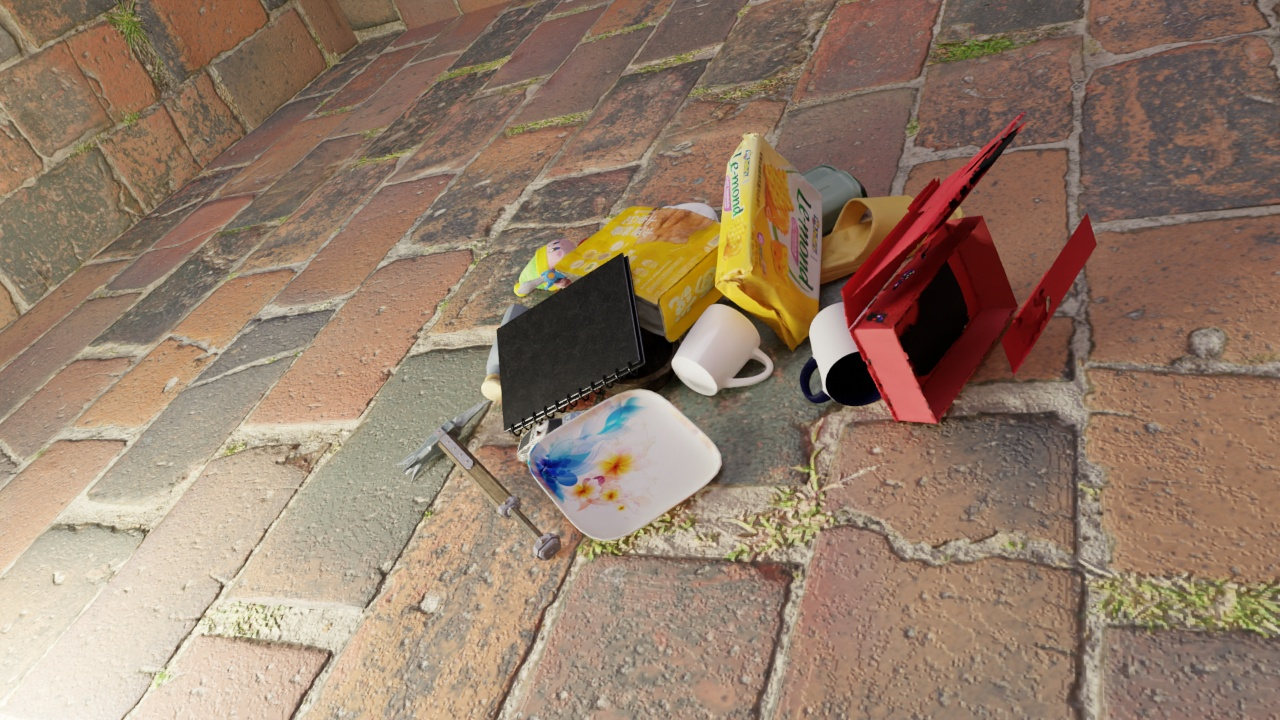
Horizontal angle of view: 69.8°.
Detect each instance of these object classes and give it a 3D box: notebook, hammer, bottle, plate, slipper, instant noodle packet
[{"bbox_3d":[-0.096,-0.016,1.178,0.232,0.019,0.169,-28,56,30],"label":"notebook"},{"bbox_3d":[-0.181,0.151,1.122,0.147,0.028,0.317,-43,40,-12],"label":"hammer"},{"bbox_3d":[-0.191,-0.007,1.311,0.046,0.072,0.160,18,39,-6],"label":"bottle"},{"bbox_3d":[-0.019,0.118,1.051,0.186,0.016,0.187,-30,46,-20],"label":"plate"},{"bbox_3d":[0.298,-0.175,1.230,0.263,0.078,0.099,-21,31,2],"label":"slipper"},{"bbox_3d":[0.009,-0.135,1.237,0.222,0.084,0.162,28,61,38],"label":"instant noodle packet"}]

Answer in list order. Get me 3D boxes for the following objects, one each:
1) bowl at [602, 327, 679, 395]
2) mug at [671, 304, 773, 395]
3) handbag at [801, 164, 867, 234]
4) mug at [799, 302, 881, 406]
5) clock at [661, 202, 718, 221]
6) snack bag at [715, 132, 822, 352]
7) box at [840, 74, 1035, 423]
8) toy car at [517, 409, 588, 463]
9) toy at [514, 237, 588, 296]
[{"bbox_3d":[-0.007,0.007,1.188,0.121,0.056,0.121,-5,44,5],"label":"bowl"},{"bbox_3d":[0.104,-0.002,1.131,0.114,0.081,0.087,32,65,16],"label":"mug"},{"bbox_3d":[0.253,-0.227,1.337,0.121,0.067,0.106,-29,36,-7],"label":"handbag"},{"bbox_3d":[0.228,0.002,1.048,0.112,0.078,0.096,-42,27,25],"label":"mug"},{"bbox_3d":[0.058,-0.193,1.403,0.125,0.073,0.161,-42,38,-23],"label":"clock"},{"bbox_3d":[0.161,-0.150,1.151,0.068,0.159,0.246,-15,55,37],"label":"snack bag"},{"bbox_3d":[0.298,-0.108,0.937,0.124,0.316,0.210,23,55,34],"label":"box"},{"bbox_3d":[-0.108,0.091,1.143,0.113,0.040,0.048,-25,33,22],"label":"toy car"},{"bbox_3d":[-0.141,-0.138,1.465,0.131,0.097,0.124,-3,42,-1],"label":"toy"}]
